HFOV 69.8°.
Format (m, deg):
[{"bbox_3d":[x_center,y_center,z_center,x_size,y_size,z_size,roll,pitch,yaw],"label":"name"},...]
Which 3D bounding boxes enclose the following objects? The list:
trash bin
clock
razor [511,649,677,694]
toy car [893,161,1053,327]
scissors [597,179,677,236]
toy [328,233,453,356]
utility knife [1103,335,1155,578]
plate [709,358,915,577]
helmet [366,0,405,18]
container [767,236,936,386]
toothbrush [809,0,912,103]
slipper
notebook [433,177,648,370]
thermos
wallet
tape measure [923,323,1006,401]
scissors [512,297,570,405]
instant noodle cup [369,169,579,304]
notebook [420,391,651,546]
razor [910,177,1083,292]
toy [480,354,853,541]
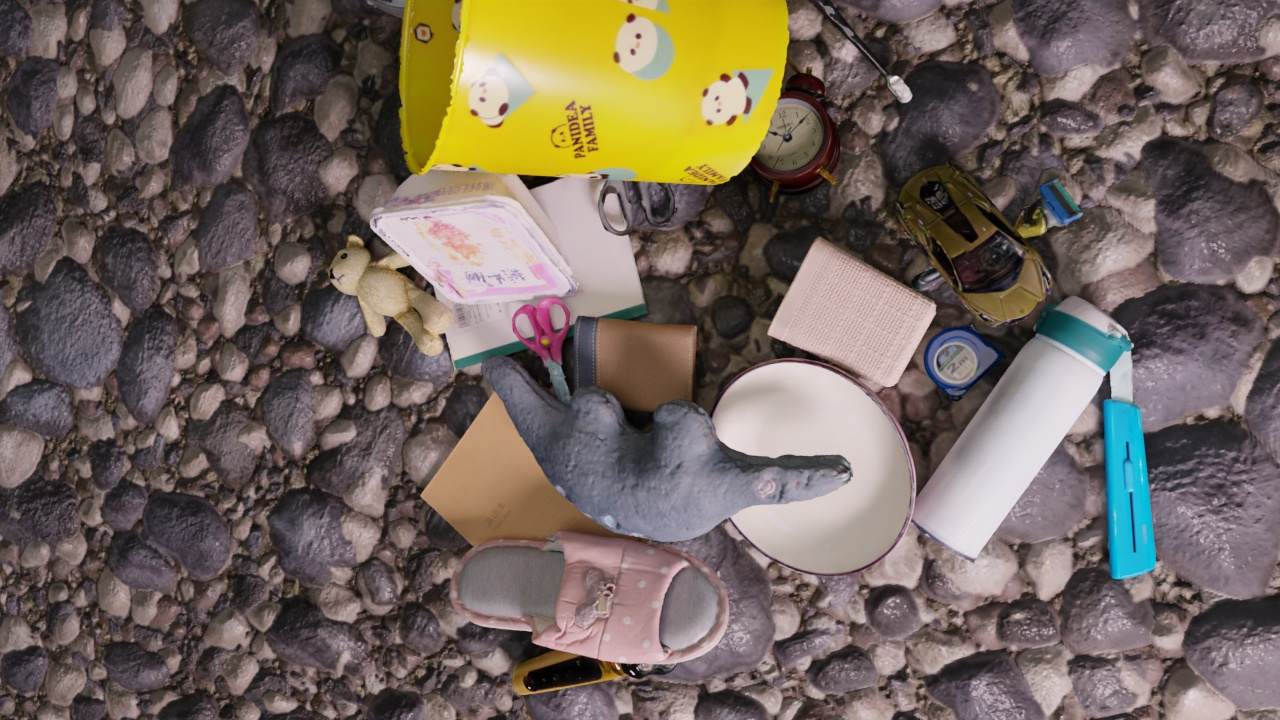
[{"bbox_3d":[-0.041,-0.244,0.718,0.255,0.230,0.229,3,92,-25],"label":"trash bin"},{"bbox_3d":[0.127,-0.201,0.797,0.082,0.055,0.122,-15,85,17],"label":"clock"},{"bbox_3d":[-0.047,0.281,0.855,0.168,0.067,0.062,-22,99,22],"label":"razor"},{"bbox_3d":[0.268,-0.096,0.744,0.070,0.042,0.158,-38,57,15],"label":"toy car"},{"bbox_3d":[-0.025,-0.199,0.853,0.173,0.014,0.142,42,88,2],"label":"scissors"},{"bbox_3d":[-0.247,-0.062,0.906,0.157,0.066,0.105,35,117,21],"label":"toy"},{"bbox_3d":[0.391,0.074,0.742,0.034,0.018,0.202,-4,88,17],"label":"utility knife"},{"bbox_3d":[0.145,0.088,0.781,0.193,0.038,0.192,12,111,34],"label":"plate"},{"bbox_3d":[-0.183,-0.422,0.841,0.229,0.145,0.258,-40,72,12],"label":"helmet"},{"bbox_3d":[0.179,-0.037,0.769,0.111,0.089,0.090,28,98,11],"label":"container"},{"bbox_3d":[0.176,-0.294,0.802,0.016,0.018,0.181,-41,78,16],"label":"toothbrush"},{"bbox_3d":[-0.054,0.206,0.823,0.275,0.054,0.114,3,57,23],"label":"slipper"},{"bbox_3d":[-0.107,-0.088,0.891,0.209,0.012,0.150,-16,86,16],"label":"notebook"},{"bbox_3d":[0.304,0.052,0.744,0.073,0.073,0.224,34,99,13],"label":"thermos"},{"bbox_3d":[-0.005,0.005,0.846,0.115,0.033,0.090,5,107,17],"label":"wallet"},{"bbox_3d":[0.268,-0.001,0.773,0.058,0.025,0.054,-46,77,8],"label":"tape measure"},{"bbox_3d":[-0.086,0.009,0.878,0.064,0.017,0.135,-10,99,16],"label":"scissors"},{"bbox_3d":[-0.140,-0.114,0.818,0.138,0.173,0.060,-3,69,17],"label":"instant noodle cup"},{"bbox_3d":[-0.100,0.146,0.894,0.211,0.012,0.150,40,103,12],"label":"notebook"},{"bbox_3d":[0.292,-0.095,0.766,0.143,0.022,0.042,-32,54,18],"label":"razor"},{"bbox_3d":[0.004,0.089,0.802,0.357,0.091,0.138,13,106,25],"label":"toy"}]
